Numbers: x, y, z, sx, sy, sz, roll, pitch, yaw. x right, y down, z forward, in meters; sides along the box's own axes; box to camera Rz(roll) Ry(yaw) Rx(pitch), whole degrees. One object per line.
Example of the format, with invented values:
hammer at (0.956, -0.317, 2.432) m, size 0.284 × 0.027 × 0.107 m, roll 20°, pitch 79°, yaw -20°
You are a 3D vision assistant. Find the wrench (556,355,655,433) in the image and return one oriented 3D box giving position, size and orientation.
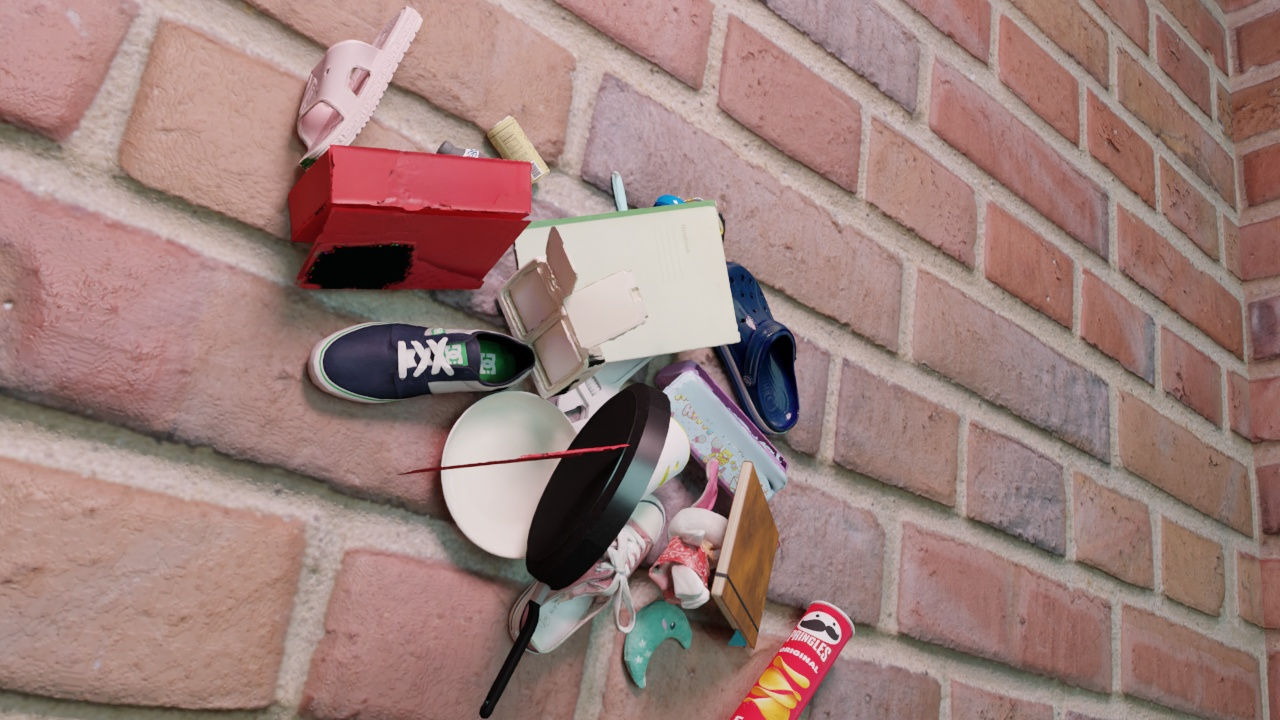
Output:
wrench at (-0.007, 0.007, 1.152) m, size 0.272 × 0.018 × 0.087 m, roll -38°, pitch 103°, yaw -38°

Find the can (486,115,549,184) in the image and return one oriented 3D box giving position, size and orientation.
can at (-0.145, -0.247, 1.087) m, size 0.038 × 0.038 × 0.079 m, roll -45°, pitch 107°, yaw -35°

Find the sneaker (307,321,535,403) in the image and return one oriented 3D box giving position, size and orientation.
sneaker at (-0.218, -0.002, 0.951) m, size 0.234 × 0.079 × 0.084 m, roll 0°, pitch 81°, yaw -37°

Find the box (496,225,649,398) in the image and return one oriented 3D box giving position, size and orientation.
box at (-0.086, -0.055, 0.977) m, size 0.068 × 0.192 × 0.143 m, roll -15°, pitch 73°, yaw -47°

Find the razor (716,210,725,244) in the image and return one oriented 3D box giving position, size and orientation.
razor at (0.060, -0.144, 1.221) m, size 0.067 × 0.054 × 0.151 m, roll 46°, pitch 63°, yaw -3°

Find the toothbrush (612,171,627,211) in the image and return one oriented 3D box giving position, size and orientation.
toothbrush at (-0.013, -0.158, 1.184) m, size 0.016 × 0.017 × 0.180 m, roll -10°, pitch 85°, yaw -38°

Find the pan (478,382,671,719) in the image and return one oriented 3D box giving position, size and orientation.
pan at (-0.076, 0.176, 0.900) m, size 0.034 × 0.226 × 0.355 m, roll 33°, pitch 73°, yaw -15°

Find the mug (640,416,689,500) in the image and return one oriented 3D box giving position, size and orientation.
mug at (-0.001, 0.114, 1.071) m, size 0.106 × 0.083 × 0.082 m, roll -26°, pitch 96°, yaw -57°

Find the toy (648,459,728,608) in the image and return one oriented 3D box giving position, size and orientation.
toy at (0.068, 0.220, 1.080) m, size 0.193 × 0.084 × 0.159 m, roll -49°, pitch 137°, yaw -65°

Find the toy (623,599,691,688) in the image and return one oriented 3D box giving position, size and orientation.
toy at (0.021, 0.329, 1.092) m, size 0.105 × 0.033 × 0.085 m, roll -25°, pitch 106°, yaw -39°

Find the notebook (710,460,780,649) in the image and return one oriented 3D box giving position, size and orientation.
notebook at (0.132, 0.254, 1.120) m, size 0.249 × 0.014 × 0.178 m, roll 63°, pitch 39°, yaw -56°

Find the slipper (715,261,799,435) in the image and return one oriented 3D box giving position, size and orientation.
slipper at (0.165, -0.021, 1.242) m, size 0.104 × 0.095 × 0.253 m, roll -27°, pitch 100°, yaw -36°

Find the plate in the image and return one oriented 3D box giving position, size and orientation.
plate at (-0.141, 0.126, 1.010) m, size 0.182 × 0.034 × 0.182 m, roll 9°, pitch 74°, yaw -36°

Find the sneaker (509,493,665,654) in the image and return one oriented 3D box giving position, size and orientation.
sneaker at (-0.043, 0.232, 1.027) m, size 0.240 × 0.088 × 0.118 m, roll -44°, pitch 107°, yaw -34°

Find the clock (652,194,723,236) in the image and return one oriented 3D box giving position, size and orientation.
clock at (0.029, -0.142, 1.150) m, size 0.161 × 0.060 × 0.117 m, roll -39°, pitch 89°, yaw -12°

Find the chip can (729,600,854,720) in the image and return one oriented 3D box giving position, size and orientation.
chip can at (0.193, 0.411, 1.179) m, size 0.219 × 0.069 × 0.069 m, roll -42°, pitch 106°, yaw -35°

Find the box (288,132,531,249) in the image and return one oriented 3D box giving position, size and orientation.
box at (-0.236, -0.268, 0.925) m, size 0.213 × 0.153 × 0.325 m, roll -4°, pitch 98°, yaw -37°

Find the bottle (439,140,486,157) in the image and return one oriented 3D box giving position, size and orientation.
bottle at (-0.183, -0.207, 1.045) m, size 0.112 × 0.047 × 0.046 m, roll 37°, pitch 60°, yaw -26°

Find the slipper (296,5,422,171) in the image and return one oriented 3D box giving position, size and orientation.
slipper at (-0.302, -0.290, 0.944) m, size 0.064 × 0.094 × 0.238 m, roll 38°, pitch 54°, yaw -30°

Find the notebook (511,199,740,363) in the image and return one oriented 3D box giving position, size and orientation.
notebook at (-0.016, -0.091, 1.099) m, size 0.252 × 0.010 × 0.182 m, roll -8°, pitch 84°, yaw -11°

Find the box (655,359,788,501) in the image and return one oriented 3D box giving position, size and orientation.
box at (0.104, 0.094, 1.167) m, size 0.214 × 0.077 × 0.096 m, roll 47°, pitch 29°, yaw -21°
